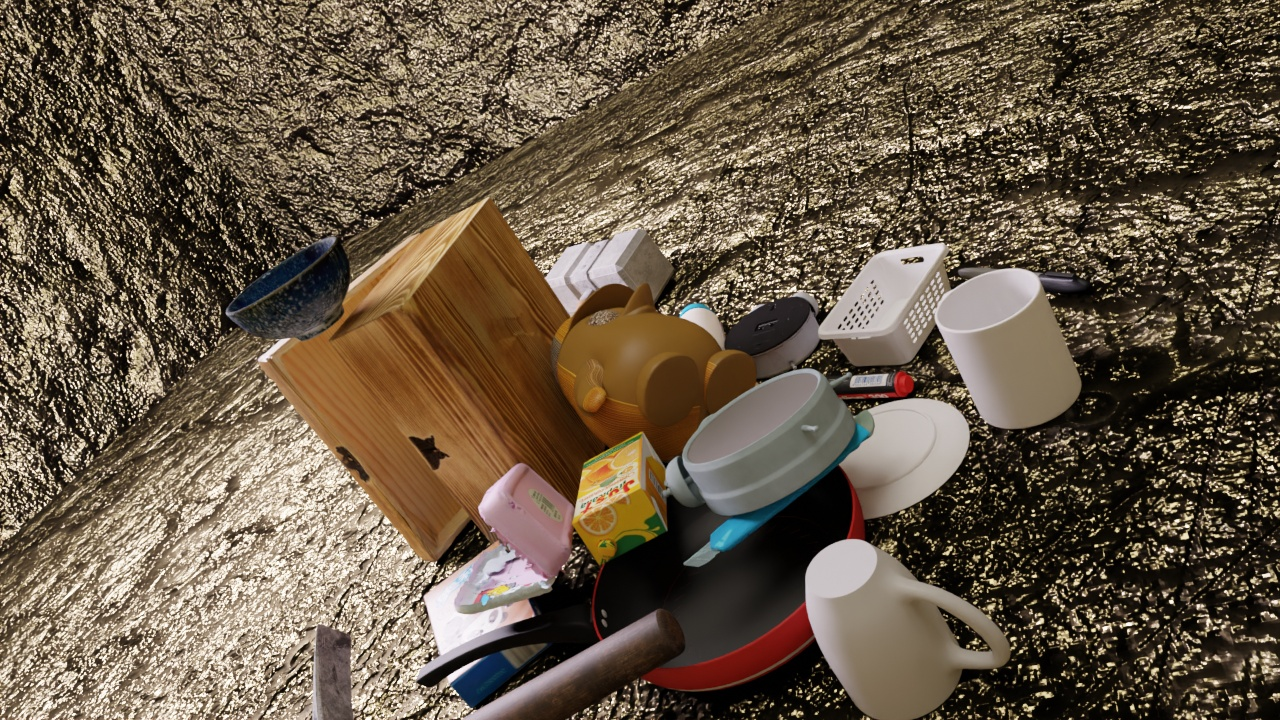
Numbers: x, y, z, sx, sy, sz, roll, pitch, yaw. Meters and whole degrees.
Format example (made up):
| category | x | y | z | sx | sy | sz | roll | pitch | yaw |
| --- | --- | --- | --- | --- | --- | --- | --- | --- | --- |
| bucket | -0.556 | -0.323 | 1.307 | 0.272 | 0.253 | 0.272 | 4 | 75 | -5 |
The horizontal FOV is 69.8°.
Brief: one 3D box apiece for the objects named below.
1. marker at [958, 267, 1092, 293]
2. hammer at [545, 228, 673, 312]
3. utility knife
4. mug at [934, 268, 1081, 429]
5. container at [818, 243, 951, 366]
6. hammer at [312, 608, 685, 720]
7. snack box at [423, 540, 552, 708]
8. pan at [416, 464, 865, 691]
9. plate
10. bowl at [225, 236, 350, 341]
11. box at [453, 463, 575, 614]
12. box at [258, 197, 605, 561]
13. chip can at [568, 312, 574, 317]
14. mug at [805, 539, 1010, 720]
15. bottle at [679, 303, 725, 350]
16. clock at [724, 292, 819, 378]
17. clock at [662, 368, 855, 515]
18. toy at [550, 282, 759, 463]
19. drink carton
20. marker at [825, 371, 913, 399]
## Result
| category | x | y | z | sx | sy | sz | roll | pitch | yaw |
| --- | --- | --- | --- | --- | --- | --- | --- | --- | --- |
| marker | 0.327 | -0.072 | 0.792 | 0.016 | 0.022 | 0.139 | -49 | 27 | -11 |
| hammer | -0.097 | -0.028 | 1.199 | 0.163 | 0.083 | 0.316 | -7 | 42 | 46 |
| utility knife | 0.100 | 0.091 | 0.643 | 0.173 | 0.015 | 0.031 | -35 | 21 | -9 |
| mug | 0.261 | -0.014 | 0.678 | 0.074 | 0.090 | 0.110 | -34 | 23 | 0 |
| container | 0.229 | -0.046 | 0.833 | 0.081 | 0.049 | 0.129 | -3 | 38 | 50 |
| hammer | -0.110 | 0.220 | 0.632 | 0.301 | 0.037 | 0.217 | -34 | 46 | 14 |
| snack box | -0.134 | 0.223 | 0.797 | 0.087 | 0.034 | 0.151 | -37 | 23 | -9 |
| pan | -0.002 | 0.178 | 0.673 | 0.357 | 0.067 | 0.208 | -29 | 24 | 11 |
| plate | 0.186 | 0.070 | 0.711 | 0.135 | 0.011 | 0.134 | -28 | 24 | 13 |
| bowl | -0.300 | -0.054 | 0.816 | 0.114 | 0.061 | 0.114 | -26 | 27 | 14 |
| box | -0.104 | 0.150 | 0.735 | 0.095 | 0.088 | 0.202 | -50 | 2 | -2 |
| box | -0.189 | 0.020 | 0.955 | 0.216 | 0.279 | 0.256 | -22 | 26 | 27 |
| chip can | -0.100 | -0.020 | 1.094 | 0.230 | 0.080 | 0.079 | 1 | 37 | 22 |
| mug | 0.147 | 0.147 | 0.515 | 0.107 | 0.089 | 0.071 | -11 | 32 | 41 |
| bottle | 0.065 | -0.028 | 1.003 | 0.051 | 0.051 | 0.146 | -29 | 24 | 11 |
| clock | 0.138 | -0.029 | 0.934 | 0.095 | 0.035 | 0.122 | -17 | 28 | 33 |
| clock | 0.081 | 0.061 | 0.669 | 0.160 | 0.045 | 0.122 | -24 | 15 | 40 |
| toy | -0.005 | 0.005 | 0.869 | 0.198 | 0.163 | 0.203 | -3 | 19 | -37 |
| drink carton | -0.014 | 0.106 | 0.720 | 0.058 | 0.041 | 0.122 | -29 | 14 | 9 |
| marker | 0.170 | 0.024 | 0.806 | 0.023 | 0.021 | 0.145 | -23 | 12 | -41 |
